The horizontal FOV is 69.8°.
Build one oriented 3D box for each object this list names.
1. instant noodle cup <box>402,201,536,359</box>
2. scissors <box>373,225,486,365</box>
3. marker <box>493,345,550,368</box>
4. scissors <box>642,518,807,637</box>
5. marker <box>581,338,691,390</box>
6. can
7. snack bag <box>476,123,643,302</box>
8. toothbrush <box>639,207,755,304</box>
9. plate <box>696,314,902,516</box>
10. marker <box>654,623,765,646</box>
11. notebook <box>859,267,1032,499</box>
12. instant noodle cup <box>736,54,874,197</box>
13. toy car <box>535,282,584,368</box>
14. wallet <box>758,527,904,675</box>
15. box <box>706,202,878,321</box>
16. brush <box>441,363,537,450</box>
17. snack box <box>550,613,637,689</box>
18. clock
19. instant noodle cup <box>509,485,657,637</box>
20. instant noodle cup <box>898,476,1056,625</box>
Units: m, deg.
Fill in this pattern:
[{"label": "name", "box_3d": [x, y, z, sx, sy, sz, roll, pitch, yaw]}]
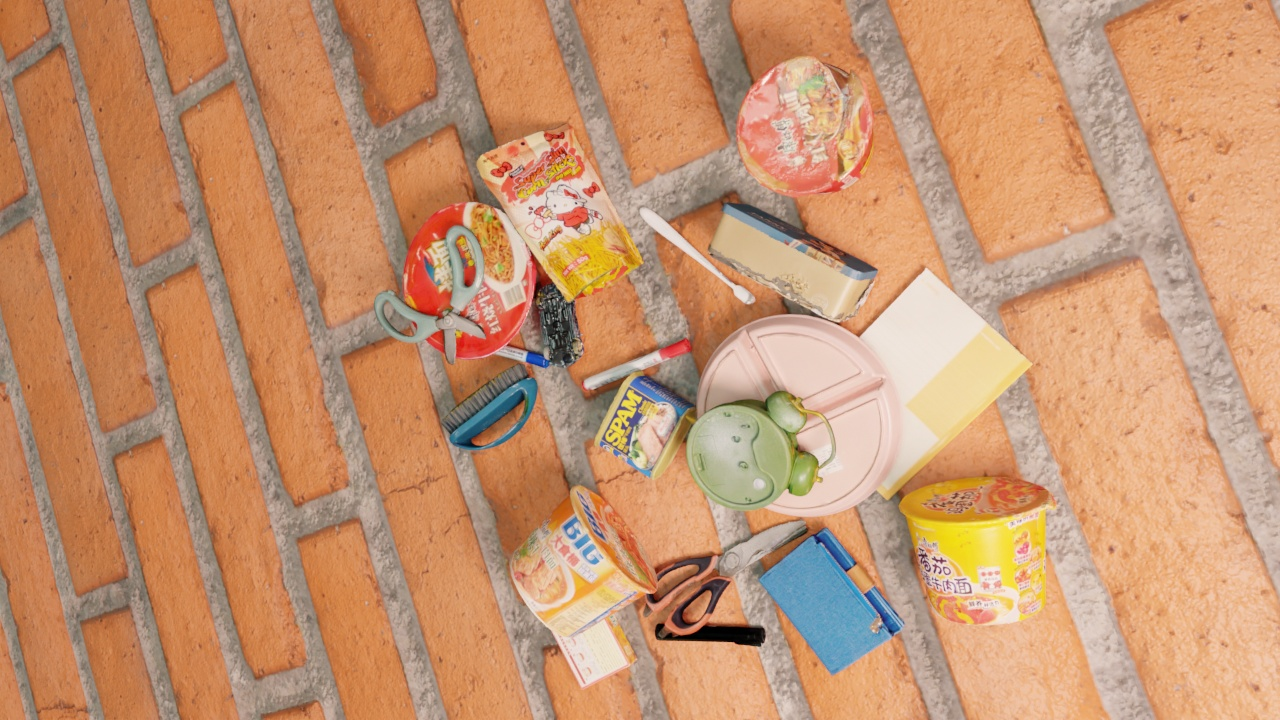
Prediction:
[{"label": "instant noodle cup", "box_3d": [-0.201, -0.098, 1.149, 0.194, 0.065, 0.194, 1, 92, 25]}, {"label": "scissors", "box_3d": [-0.257, -0.085, 1.129, 0.170, 0.019, 0.174, 9, 97, 22]}, {"label": "marker", "box_3d": [-0.181, -0.014, 1.169, 0.146, 0.016, 0.017, 14, 97, 23]}, {"label": "scissors", "box_3d": [0.101, 0.250, 1.046, 0.210, 0.015, 0.182, 3, 77, 30]}, {"label": "marker", "box_3d": [-0.006, 0.006, 1.093, 0.145, 0.017, 0.017, -22, 83, 23]}, {"label": "can", "box_3d": [0.007, 0.076, 1.068, 0.083, 0.057, 0.102, 31, 104, 17]}, {"label": "snack bag", "box_3d": [-0.092, -0.177, 1.088, 0.128, 0.073, 0.208, -29, 82, -15]}, {"label": "toothbrush", "box_3d": [0.064, -0.123, 1.060, 0.180, 0.016, 0.016, 42, 105, 19]}, {"label": "plate", "box_3d": [0.164, 0.065, 0.991, 0.230, 0.028, 0.230, 7, 106, 24]}, {"label": "marker", "box_3d": [0.079, 0.318, 1.063, 0.132, 0.022, 0.020, -5, 132, 23]}, {"label": "notebook", "box_3d": [0.281, 0.027, 0.970, 0.146, 0.010, 0.207, 47, 109, 15]}, {"label": "instant noodle cup", "box_3d": [0.179, -0.231, 0.952, 0.138, 0.108, 0.138, 1, 92, 23]}, {"label": "toy car", "box_3d": [-0.097, -0.043, 1.122, 0.049, 0.031, 0.105, -10, 87, 24]}, {"label": "wallet", "box_3d": [0.205, 0.261, 0.997, 0.107, 0.040, 0.133, -46, 75, 27]}, {"label": "box", "box_3d": [0.155, -0.109, 0.978, 0.184, 0.089, 0.064, 32, 110, 18]}, {"label": "brush", "box_3d": [-0.183, 0.068, 1.151, 0.144, 0.055, 0.073, -38, 77, 20]}, {"label": "snack box", "box_3d": [-0.075, 0.316, 1.128, 0.077, 0.027, 0.155, -33, 79, 21]}, {"label": "clock", "box_3d": [0.126, 0.093, 0.968, 0.162, 0.056, 0.116, -11, 99, 28]}, {"label": "instant noodle cup", "box_3d": [-0.069, 0.234, 1.046, 0.111, 0.151, 0.151, -39, 76, 8]}, {"label": "instant noodle cup", "box_3d": [0.330, 0.185, 0.893, 0.138, 0.137, 0.110, -8, 97, 24]}]
